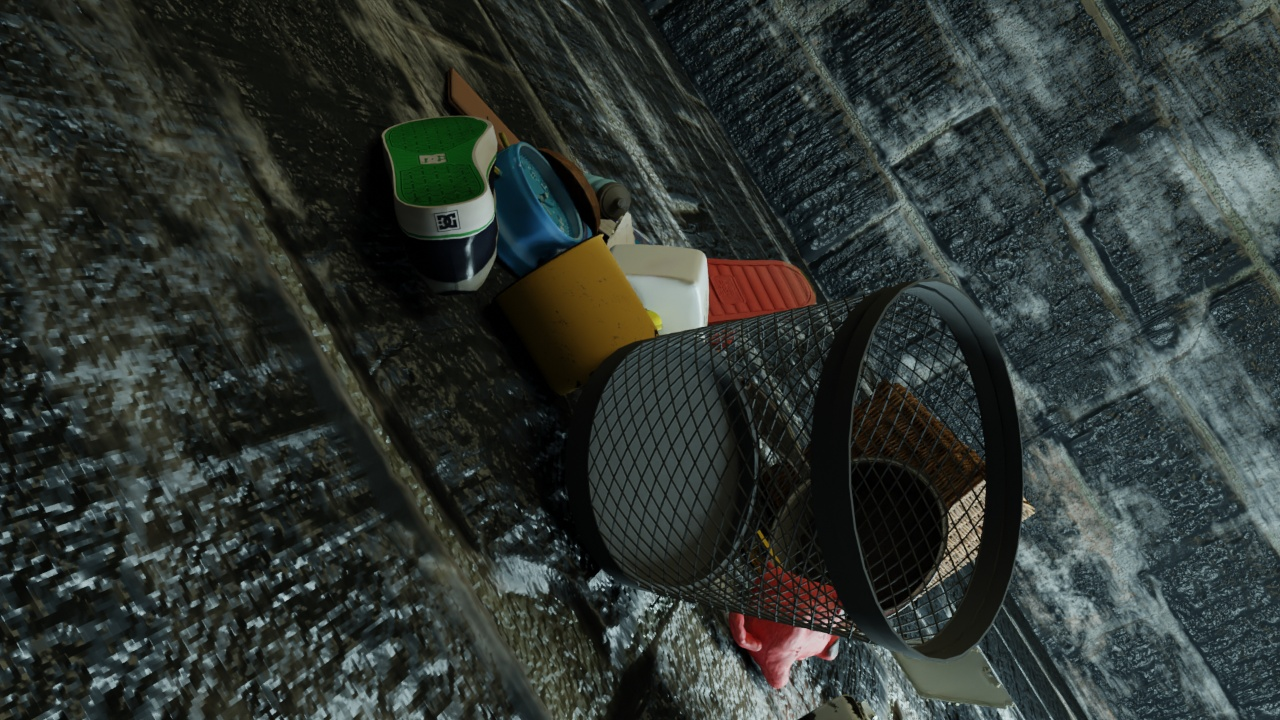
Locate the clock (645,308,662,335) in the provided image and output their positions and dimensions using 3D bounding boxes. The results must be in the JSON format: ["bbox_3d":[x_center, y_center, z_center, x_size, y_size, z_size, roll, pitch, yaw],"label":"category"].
[{"bbox_3d":[-0.005,0.005,0.798,0.119,0.083,0.057,58,12,-7],"label":"clock"}]

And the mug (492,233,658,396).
[{"bbox_3d":[-0.050,-0.033,0.729,0.094,0.100,0.124,59,-11,-4],"label":"mug"}]

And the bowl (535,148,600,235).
[{"bbox_3d":[-0.071,-0.163,0.881,0.114,0.026,0.102,23,-36,47],"label":"bowl"}]

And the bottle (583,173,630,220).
[{"bbox_3d":[-0.053,-0.167,0.926,0.040,0.040,0.130,44,-11,-36],"label":"bottle"}]

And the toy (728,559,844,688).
[{"bbox_3d":[0.107,0.224,0.794,0.132,0.088,0.094,6,18,-45],"label":"toy"}]

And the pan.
[{"bbox_3d":[0.186,0.133,0.975,0.055,0.187,0.356,48,7,-37],"label":"pan"}]

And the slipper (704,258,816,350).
[{"bbox_3d":[0.069,-0.060,0.979,0.248,0.059,0.103,-3,54,-21],"label":"slipper"}]

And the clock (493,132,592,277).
[{"bbox_3d":[-0.091,-0.121,0.813,0.161,0.060,0.116,52,18,-24],"label":"clock"}]

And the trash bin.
[{"bbox_3d":[0.096,0.069,0.607,0.217,0.228,0.217,6,82,-46],"label":"trash bin"}]

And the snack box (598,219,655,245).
[{"bbox_3d":[-0.024,-0.148,1.039,0.150,0.027,0.082,32,12,-44],"label":"snack box"}]

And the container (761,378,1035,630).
[{"bbox_3d":[0.270,0.158,1.040,0.162,0.250,0.183,37,18,-48],"label":"container"}]

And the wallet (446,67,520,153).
[{"bbox_3d":[-0.150,-0.233,0.921,0.121,0.013,0.087,45,17,-35],"label":"wallet"}]

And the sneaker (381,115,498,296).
[{"bbox_3d":[-0.143,-0.120,0.676,0.235,0.084,0.079,-109,-165,-57],"label":"sneaker"}]

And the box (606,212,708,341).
[{"bbox_3d":[0.009,-0.074,0.867,0.136,0.121,0.109,-71,162,-50],"label":"box"}]

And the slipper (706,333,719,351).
[{"bbox_3d":[0.056,-0.015,1.035,0.221,0.056,0.106,55,16,4],"label":"slipper"}]

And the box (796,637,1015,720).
[{"bbox_3d":[0.182,0.284,0.671,0.143,0.186,0.070,56,5,-20],"label":"box"}]

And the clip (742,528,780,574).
[{"bbox_3d":[0.125,0.191,0.918,0.049,0.045,0.054,-33,89,-47],"label":"clip"}]
